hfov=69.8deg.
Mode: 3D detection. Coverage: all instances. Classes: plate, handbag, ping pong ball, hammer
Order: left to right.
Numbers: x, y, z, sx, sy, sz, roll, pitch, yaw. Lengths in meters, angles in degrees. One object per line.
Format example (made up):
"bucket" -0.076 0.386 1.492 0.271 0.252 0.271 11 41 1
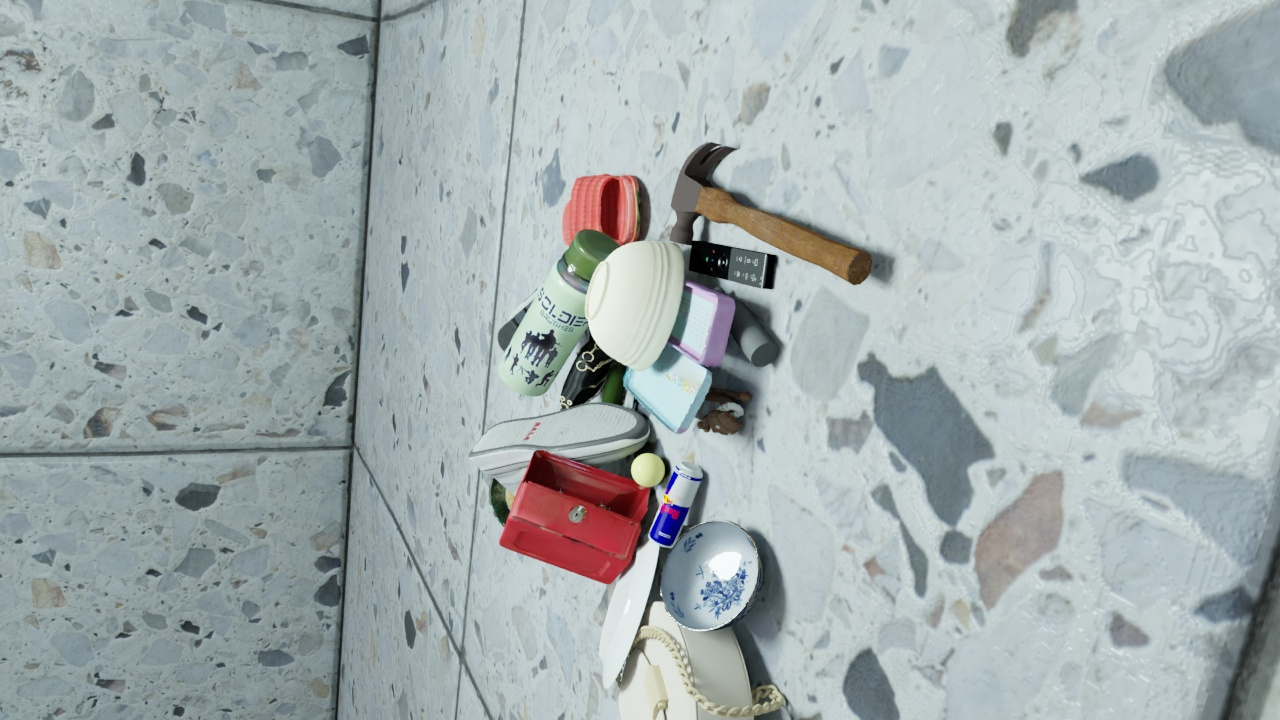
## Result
"handbag" -0.073 0.015 1.203 0.054 0.078 0.129 35 130 9
"plate" -0.019 0.284 1.068 0.188 0.016 0.188 -163 93 -86
"ping pong ball" 0.009 0.130 1.092 0.040 0.040 0.040 -3 86 63
"handbag" 0.050 0.364 0.957 0.210 0.103 0.209 -112 32 -55
"hammer" 0.114 -0.134 0.884 0.323 0.033 0.115 41 120 57

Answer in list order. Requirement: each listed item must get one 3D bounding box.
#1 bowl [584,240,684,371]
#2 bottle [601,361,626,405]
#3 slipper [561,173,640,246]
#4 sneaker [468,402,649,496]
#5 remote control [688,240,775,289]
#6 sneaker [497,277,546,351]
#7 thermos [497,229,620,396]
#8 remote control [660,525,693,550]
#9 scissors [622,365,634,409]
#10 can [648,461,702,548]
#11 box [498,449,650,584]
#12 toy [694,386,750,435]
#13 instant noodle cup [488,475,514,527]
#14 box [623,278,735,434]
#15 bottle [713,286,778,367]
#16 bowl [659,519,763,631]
"bowl" -0.016 -0.069 1.024 0.151 0.075 0.150 -166 91 -73
"bottle" -0.032 0.027 1.191 0.025 0.025 0.106 51 133 52
"slipper" -0.068 -0.195 1.234 0.249 0.059 0.103 -171 83 -64
"sneaker" -0.093 0.135 1.188 0.264 0.096 0.129 -14 119 30
"remote control" 0.093 -0.102 0.963 0.150 0.013 0.034 25 112 61
"sneaker" -0.092 -0.099 1.241 0.240 0.089 0.124 -32 20 29
"thermos" -0.096 -0.058 1.147 0.232 0.082 0.082 -56 41 33
"remote control" 0.058 0.201 1.023 0.137 0.013 0.033 -9 81 63
"scissors" -0.003 0.006 1.143 0.148 0.019 0.123 132 132 -55
"can" 0.039 0.160 1.021 0.032 0.032 0.095 39 112 57
"box" -0.084 0.202 1.117 0.134 0.157 0.110 115 171 -49
"toy" 0.074 0.049 0.968 0.102 0.041 0.054 9 75 55
"instant noodle cup" -0.160 0.171 1.337 0.112 0.137 0.137 -143 58 -69
"box" 0.036 -0.014 0.993 0.151 0.035 0.214 -69 19 7
"bottle" 0.100 -0.039 0.928 0.113 0.030 0.030 60 140 46
"bowl" 0.080 0.222 0.922 0.114 0.045 0.114 -22 50 29
